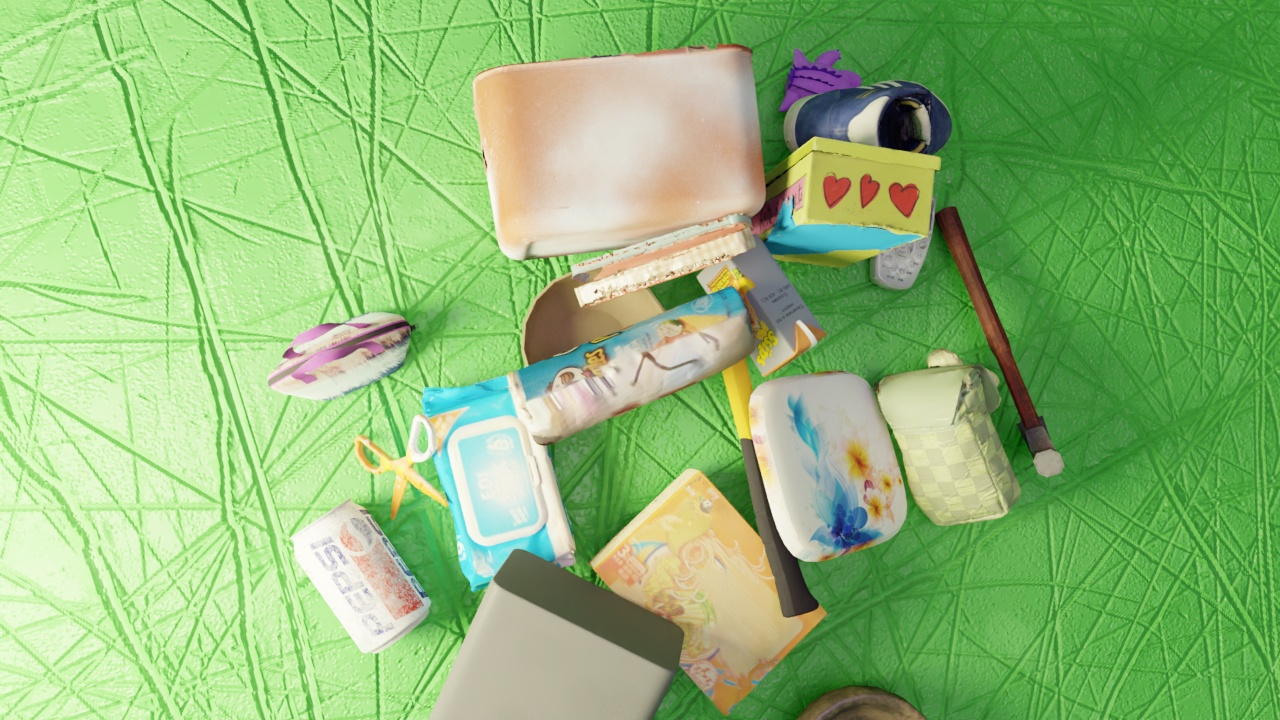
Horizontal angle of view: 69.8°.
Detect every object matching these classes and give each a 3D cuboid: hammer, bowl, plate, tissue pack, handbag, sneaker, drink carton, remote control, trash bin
[{"bbox_3d":[0.381,-0.025,0.982,0.028,0.111,0.300,-22,80,20],"label":"hammer"},{"bbox_3d":[-0.047,-0.015,0.935,0.152,0.050,0.152,1,84,-10],"label":"bowl"},{"bbox_3d":[0.198,0.101,0.933,0.186,0.016,0.187,-7,78,-35],"label":"plate"},{"bbox_3d":[0.223,0.414,0.947,0.162,0.070,0.162,0,88,-8],"label":"bowl"},{"bbox_3d":[-0.141,0.116,0.915,0.117,0.066,0.209,-15,88,-8],"label":"tissue pack"},{"bbox_3d":[0.331,0.077,0.965,0.116,0.113,0.186,-35,108,-39],"label":"handbag"},{"bbox_3d":[0.270,-0.237,0.912,0.232,0.118,0.091,-7,104,-31],"label":"sneaker"},{"bbox_3d":[0.115,0.091,0.915,0.126,0.029,0.323,-6,75,-27],"label":"hammer"},{"bbox_3d":[-0.279,-0.008,0.846,0.144,0.170,0.068,-25,91,-8],"label":"handbag"},{"bbox_3d":[0.119,-0.054,0.907,0.048,0.076,0.125,-30,83,-30],"label":"drink carton"},{"bbox_3d":[0.283,-0.132,0.998,0.060,0.028,0.114,17,85,-7],"label":"remote control"},{"bbox_3d":[-0.023,-0.191,0.885,0.259,0.181,0.157,-7,90,-9],"label":"trash bin"},{"bbox_3d":[-0.089,0.320,0.855,0.192,0.097,0.220,26,103,3],"label":"trash bin"}]

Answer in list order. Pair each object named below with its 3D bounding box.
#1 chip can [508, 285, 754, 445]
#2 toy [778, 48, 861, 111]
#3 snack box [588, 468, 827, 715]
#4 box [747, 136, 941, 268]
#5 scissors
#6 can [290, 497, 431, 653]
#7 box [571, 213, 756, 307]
[{"bbox_3d":[-0.005,0.005,0.860,0.229,0.080,0.080,-22,91,-1],"label":"chip can"},{"bbox_3d":[0.193,-0.287,0.978,0.088,0.056,0.106,16,84,-8],"label":"toy"},{"bbox_3d":[0.064,0.229,0.927,0.145,0.081,0.195,-42,93,-10],"label":"snack box"},{"bbox_3d":[0.185,-0.147,0.890,0.124,0.221,0.082,6,86,-6],"label":"box"},{"bbox_3d":[-0.231,0.102,0.896,0.125,0.011,0.130,34,117,18],"label":"scissors"},{"bbox_3d":[-0.270,0.207,0.885,0.078,0.078,0.136,-35,92,-8],"label":"can"},{"bbox_3d":[0.020,-0.088,0.859,0.187,0.060,0.057,-16,47,26],"label":"box"}]
